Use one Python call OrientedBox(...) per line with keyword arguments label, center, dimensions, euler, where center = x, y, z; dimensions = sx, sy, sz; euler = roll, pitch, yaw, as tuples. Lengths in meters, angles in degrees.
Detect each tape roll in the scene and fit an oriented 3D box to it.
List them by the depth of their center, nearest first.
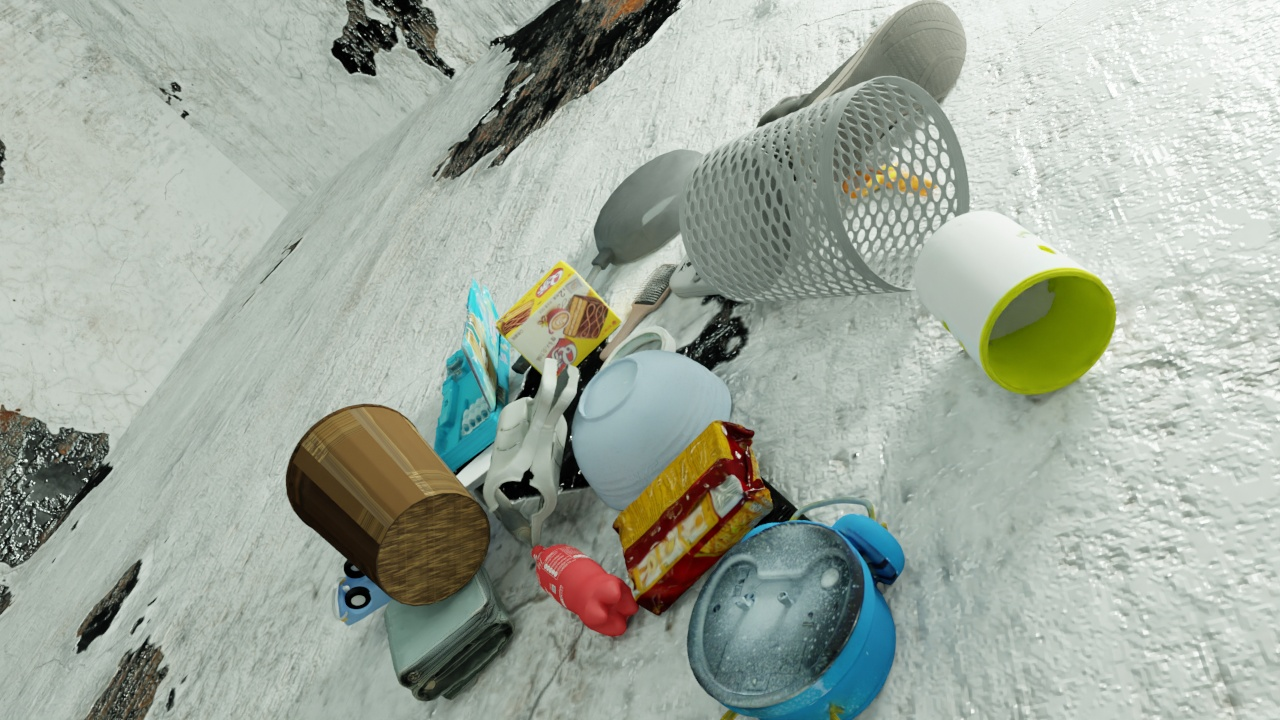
OrientedBox(label="tape roll", center=(-0.005, 0.005, 0.904), dimensions=(0.093, 0.013, 0.092), euler=(-32, 31, 22))

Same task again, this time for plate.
OrientedBox(label="plate", center=(-0.151, 0.102, 0.935), dimensions=(0.134, 0.011, 0.134), euler=(-38, 9, 6))

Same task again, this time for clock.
OrientedBox(label="clock", center=(0.096, 0.143, 0.540), dimensions=(0.117, 0.060, 0.161), euler=(-15, 38, 44))

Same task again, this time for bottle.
OrientedBox(label="bottle", center=(-0.050, 0.171, 0.711), dimensions=(0.042, 0.042, 0.142), euler=(-52, 29, -14))

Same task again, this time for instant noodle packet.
OrientedBox(label="instant noodle packet", center=(0.037, 0.111, 0.666), dimensions=(0.136, 0.039, 0.098), euler=(-48, 29, 17))

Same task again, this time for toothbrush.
OrientedBox(label="toothbrush", center=(-0.117, 0.151, 0.850), dimensions=(0.186, 0.022, 0.024), euler=(27, 94, 59))

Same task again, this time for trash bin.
OrientedBox(label="trash bin", center=(0.140, -0.125, 0.743), dimensions=(0.184, 0.156, 0.156), euler=(-4, 47, 54))

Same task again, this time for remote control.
OrientedBox(label="remote control", center=(0.080, 0.098, 0.670), dimensions=(0.030, 0.009, 0.140), euler=(-45, 28, -2))
OrientedBox(label="remote control", center=(0.089, -0.099, 0.913), dimensions=(0.151, 0.019, 0.074), euler=(-1, 50, 52))

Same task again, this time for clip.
OrientedBox(label="clip", center=(-0.103, 0.069, 0.802), dimensions=(0.104, 0.152, 0.126), euler=(0, 28, -2))

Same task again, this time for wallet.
OrientedBox(label="wallet", center=(-0.167, 0.222, 0.787), dimensions=(0.100, 0.054, 0.132), euler=(-36, 26, -9))

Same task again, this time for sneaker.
OrientedBox(label="sneaker", center=(0.212, -0.258, 0.899), dimensions=(0.234, 0.095, 0.120), euler=(-49, 20, -8))

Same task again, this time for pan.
OrientedBox(label="pan", center=(-0.042, -0.127, 1.100), dimensions=(0.356, 0.041, 0.179), euler=(-53, 29, -16))

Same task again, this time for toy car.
OrientedBox(label="toy car", center=(-0.228, 0.198, 0.884), dimensions=(0.153, 0.055, 0.056), euler=(-34, 35, 3))

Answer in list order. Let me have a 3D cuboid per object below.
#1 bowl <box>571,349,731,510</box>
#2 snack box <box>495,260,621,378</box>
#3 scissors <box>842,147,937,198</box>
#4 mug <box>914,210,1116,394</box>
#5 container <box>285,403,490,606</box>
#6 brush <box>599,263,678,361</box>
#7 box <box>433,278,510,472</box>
OrientedBox(label="bowl", center=(-0.004, 0.046, 0.784), dimensions=(0.151, 0.075, 0.150), euler=(-32, 31, 22))
OrientedBox(label="snack box", center=(-0.091, -0.041, 1.005), dimensions=(0.106, 0.083, 0.061), euler=(-44, 29, -1))
OrientedBox(label="scissors", center=(0.231, -0.165, 0.825), dimensions=(0.065, 0.013, 0.128), euler=(-46, 27, -2))
OrientedBox(label="mug", center=(0.232, -0.040, 0.579), dimensions=(0.083, 0.082, 0.106), euler=(-38, 27, 12))
OrientedBox(label="container", center=(-0.215, 0.127, 0.798), dimensions=(0.132, 0.132, 0.167), euler=(-51, 41, -12))
OrientedBox(label="brush", center=(-0.003, -0.055, 0.981), dimensions=(0.135, 0.015, 0.050), euler=(-53, 28, -16))
OrientedBox(label="box", center=(-0.185, 0.005, 1.069), dimensions=(0.227, 0.084, 0.172), euler=(-102, 29, -60))
